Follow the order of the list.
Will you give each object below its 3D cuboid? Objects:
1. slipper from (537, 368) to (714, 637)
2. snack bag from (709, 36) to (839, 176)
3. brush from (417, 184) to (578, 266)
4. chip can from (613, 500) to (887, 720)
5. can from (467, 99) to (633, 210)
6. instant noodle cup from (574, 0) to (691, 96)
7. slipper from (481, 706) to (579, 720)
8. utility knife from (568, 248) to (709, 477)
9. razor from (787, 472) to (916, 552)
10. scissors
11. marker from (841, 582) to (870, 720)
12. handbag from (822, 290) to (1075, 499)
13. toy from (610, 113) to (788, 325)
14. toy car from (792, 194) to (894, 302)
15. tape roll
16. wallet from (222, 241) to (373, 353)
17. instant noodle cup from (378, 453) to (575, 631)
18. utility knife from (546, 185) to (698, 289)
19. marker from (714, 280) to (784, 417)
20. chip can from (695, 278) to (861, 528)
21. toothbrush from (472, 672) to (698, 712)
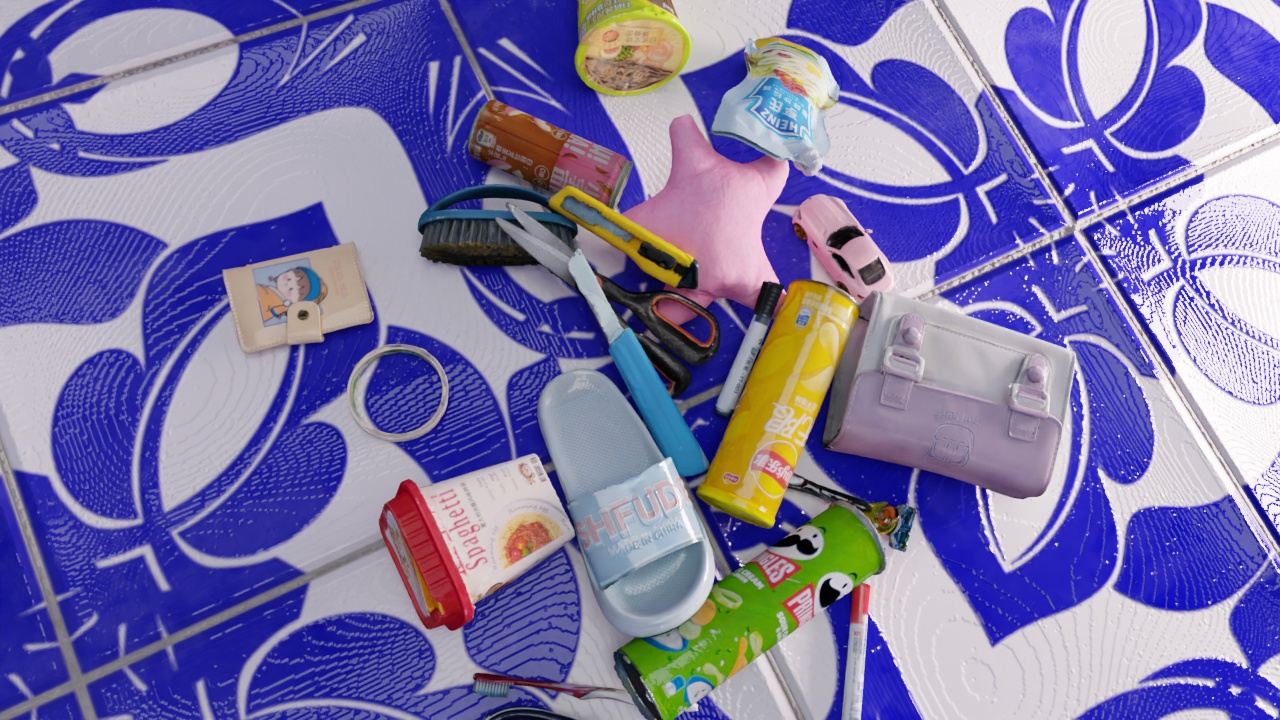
[{"bbox_3d":[-0.016,0.103,0.753,0.104,0.074,0.245,-20,61,-14],"label":"slipper"},{"bbox_3d":[0.135,-0.247,0.879,0.110,0.039,0.190,30,45,-9],"label":"snack bag"},{"bbox_3d":[-0.129,-0.124,0.833,0.144,0.055,0.073,1,75,-8],"label":"brush"},{"bbox_3d":[0.092,0.205,0.753,0.235,0.072,0.072,-29,80,-19],"label":"chip can"},{"bbox_3d":[-0.084,-0.189,0.858,0.147,0.058,0.057,23,71,-1],"label":"can"},{"bbox_3d":[-0.017,-0.343,0.894,0.111,0.112,0.123,-6,67,-10],"label":"instant noodle cup"},{"bbox_3d":[-0.014,0.337,0.696,0.253,0.095,0.105,25,74,3],"label":"slipper"},{"bbox_3d":[-0.005,0.005,0.801,0.034,0.018,0.225,-29,97,-7],"label":"utility knife"},{"bbox_3d":[0.181,0.125,0.825,0.143,0.022,0.042,22,70,-1],"label":"razor"},{"bbox_3d":[-0.041,-0.046,0.809,0.234,0.021,0.152,16,101,-5],"label":"scissors"},{"bbox_3d":[0.184,0.264,0.786,0.017,0.017,0.145,11,73,-5],"label":"marker"},{"bbox_3d":[0.277,0.033,0.832,0.197,0.098,0.144,16,77,-3],"label":"handbag"},{"bbox_3d":[0.052,-0.128,0.841,0.178,0.074,0.194,-2,93,-9],"label":"toy"},{"bbox_3d":[0.198,-0.110,0.890,0.056,0.037,0.122,-32,80,-18],"label":"toy car"},{"bbox_3d":[-0.210,0.028,0.798,0.085,0.014,0.085,2,73,-8],"label":"tape roll"},{"bbox_3d":[-0.299,-0.053,0.805,0.115,0.024,0.087,-14,71,-14],"label":"wallet"},{"bbox_3d":[-0.129,0.138,0.732,0.124,0.117,0.116,-23,78,-26],"label":"instant noodle cup"},{"bbox_3d":[-0.014,-0.108,0.808,0.156,0.015,0.033,31,102,4],"label":"utility knife"},{"bbox_3d":[0.097,-0.011,0.830,0.022,0.018,0.131,21,94,-22],"label":"marker"},{"bbox_3d":[0.123,0.037,0.805,0.072,0.072,0.213,26,77,0],"label":"chip can"},{"bbox_3d":[-0.044,0.275,0.749,0.187,0.016,0.017,9,89,-6],"label":"toothbrush"}]
